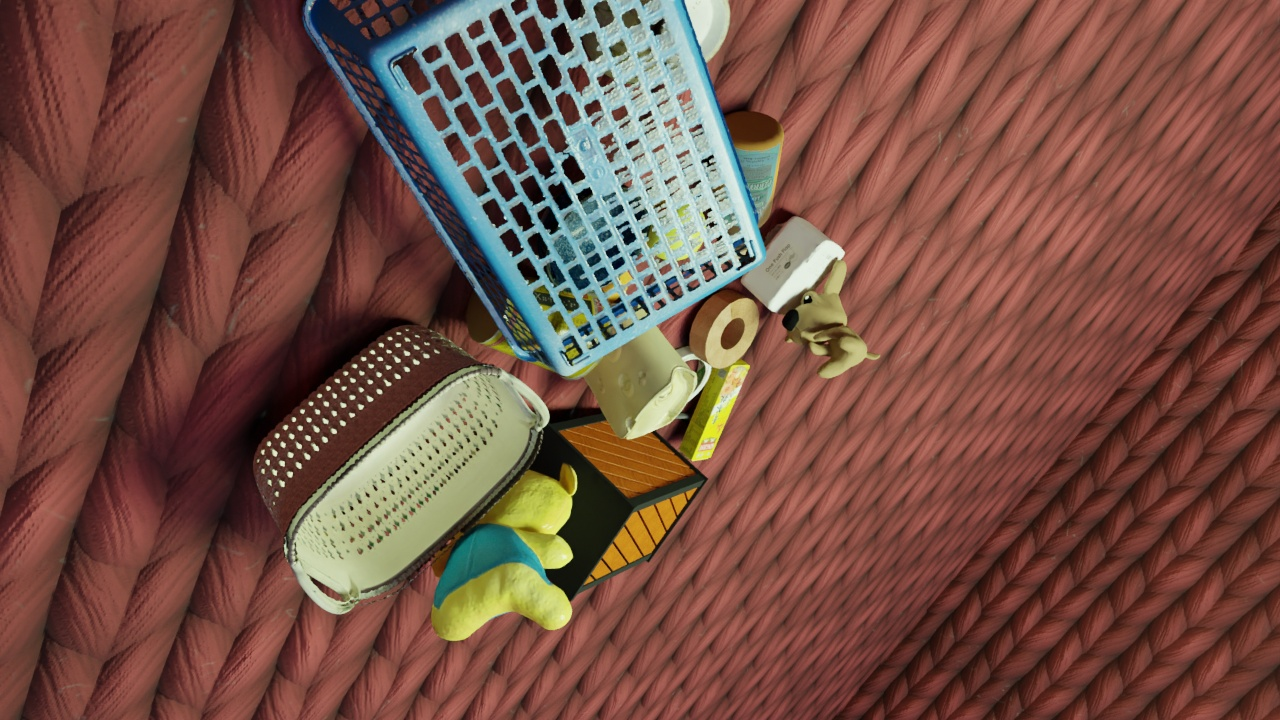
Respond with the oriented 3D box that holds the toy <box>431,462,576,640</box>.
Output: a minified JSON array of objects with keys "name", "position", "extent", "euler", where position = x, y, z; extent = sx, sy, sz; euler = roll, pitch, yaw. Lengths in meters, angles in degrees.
[{"name":"toy","position":[-0.135,0.178,0.913],"extent":[0.149,0.213,0.084],"euler":[-14,119,12]}]

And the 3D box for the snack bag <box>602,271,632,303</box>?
[{"name":"snack bag","position":[-0.051,-0.060,0.963],"extent":[0.099,0.020,0.026],"euler":[-42,151,-2]}]

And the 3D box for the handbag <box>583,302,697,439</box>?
[{"name":"handbag","position":[-0.006,0.006,0.984],"extent":[0.081,0.119,0.111],"euler":[-19,154,-30]}]

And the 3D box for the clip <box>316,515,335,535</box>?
[{"name":"clip","position":[-0.326,0.147,0.916],"extent":[0.054,0.046,0.047],"euler":[-65,175,30]}]

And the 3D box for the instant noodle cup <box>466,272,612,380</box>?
[{"name":"instant noodle cup","position":[-0.102,-0.039,0.880],"extent":[0.112,0.100,0.100],"euler":[13,118,-40]}]

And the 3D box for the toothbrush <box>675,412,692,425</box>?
[{"name":"toothbrush","position":[0.032,0.068,1.193],"extent":[0.013,0.013,0.167],"euler":[-45,147,18]}]

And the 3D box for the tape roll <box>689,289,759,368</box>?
[{"name":"tape roll","position":[0.102,-0.038,1.117],"extent":[0.093,0.027,0.094],"euler":[-27,134,-33]}]

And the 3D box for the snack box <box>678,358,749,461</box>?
[{"name":"snack box","position":[0.097,0.064,1.220],"extent":[0.040,0.029,0.148],"euler":[-3,121,-45]}]

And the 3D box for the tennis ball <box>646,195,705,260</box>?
[{"name":"tennis ball","position":[0.033,-0.133,0.926],"extent":[0.065,0.065,0.065],"euler":[-26,143,-22]}]

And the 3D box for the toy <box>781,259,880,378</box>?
[{"name":"toy","position":[0.223,-0.036,1.097],"extent":[0.105,0.108,0.134],"euler":[-4,138,-35]}]

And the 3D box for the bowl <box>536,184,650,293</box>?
[{"name":"bowl","position":[-0.054,-0.125,0.854],"extent":[0.114,0.061,0.115],"euler":[-28,143,-23]}]

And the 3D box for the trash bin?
[{"name":"trash bin","position":[-0.046,0.159,1.067],"extent":[0.171,0.140,0.140],"euler":[-7,134,-59]}]

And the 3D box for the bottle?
[{"name":"bottle","position":[0.104,-0.174,0.951],"extent":[0.067,0.068,0.157],"euler":[-25,142,-24]}]

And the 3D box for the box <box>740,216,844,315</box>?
[{"name":"box","position":[0.171,-0.124,1.103],"extent":[0.107,0.095,0.102],"euler":[-49,159,16]}]

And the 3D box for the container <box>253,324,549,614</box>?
[{"name":"container","position":[-0.219,0.088,0.829],"extent":[0.251,0.143,0.185],"euler":[-43,145,-12]}]

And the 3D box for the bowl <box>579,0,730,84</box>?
[{"name":"bowl","position":[0.026,-0.284,0.756],"extent":[0.145,0.063,0.145],"euler":[-24,141,-22]}]

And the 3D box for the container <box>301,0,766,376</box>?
[{"name":"container","position":[-0.046,-0.158,0.700],"extent":[0.257,0.089,0.362],"euler":[-30,131,-3]}]

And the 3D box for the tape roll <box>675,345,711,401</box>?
[{"name":"tape roll","position":[0.047,0.023,1.154],"extent":[0.093,0.018,0.094],"euler":[-26,143,-22]}]
